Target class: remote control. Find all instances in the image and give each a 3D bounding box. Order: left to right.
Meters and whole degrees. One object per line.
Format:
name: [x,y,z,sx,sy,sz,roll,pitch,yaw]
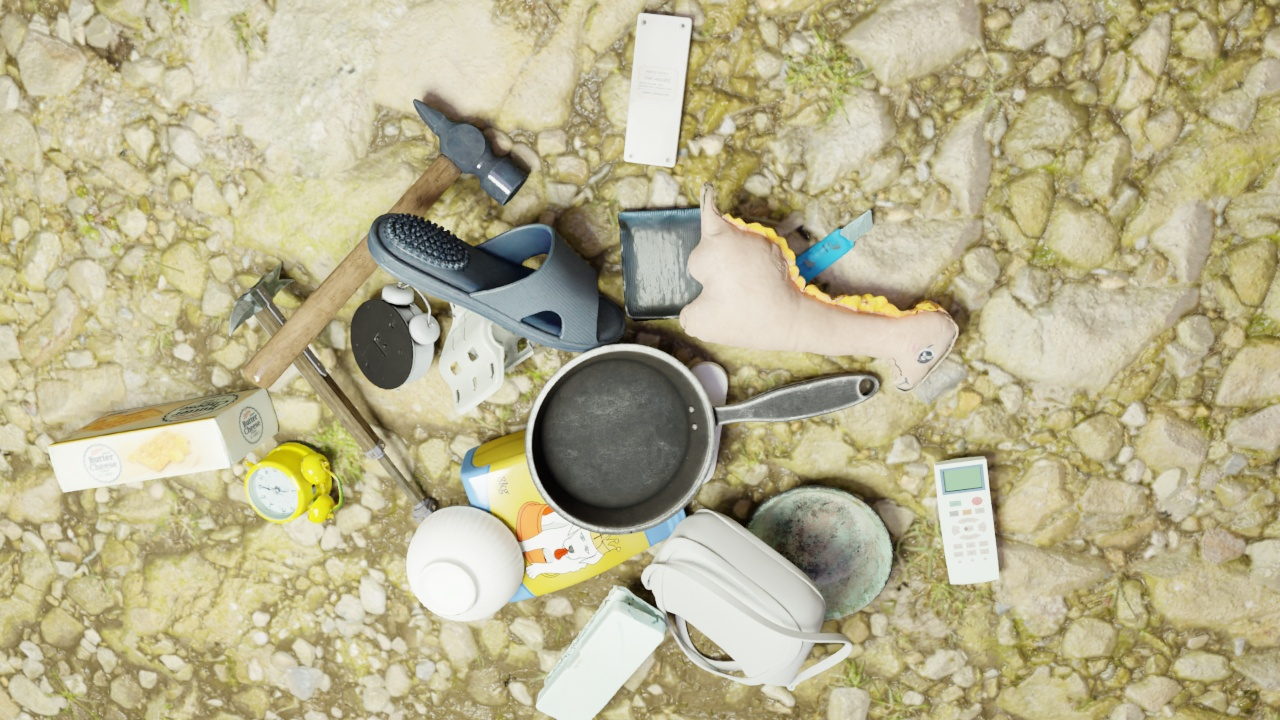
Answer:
remote control: [0.016,-0.254,0.868,0.050,0.011,0.136,8,108,6]
remote control: [0.063,0.067,0.959,0.043,0.013,0.137,9,108,6]
remote control: [0.334,0.164,0.942,0.050,0.024,0.143,-9,107,11]

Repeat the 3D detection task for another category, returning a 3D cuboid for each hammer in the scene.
hammer: [-0.313,0.055,0.969,0.028,0.146,0.317,-28,112,11]
hammer: [-0.260,-0.102,0.877,0.129,0.040,0.321,41,83,-6]

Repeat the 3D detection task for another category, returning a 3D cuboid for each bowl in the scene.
bowl: [-0.179,0.208,0.897,0.118,0.062,0.118,3,108,10]
bowl: [0.184,0.197,0.968,0.157,0.038,0.157,2,107,8]

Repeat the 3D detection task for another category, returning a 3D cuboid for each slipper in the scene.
slipper: [-0.114,-0.085,0.847,0.263,0.101,0.083,20,129,-27]

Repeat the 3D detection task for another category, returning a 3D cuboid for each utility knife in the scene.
utility knife: [0.153,-0.087,0.898,0.179,0.015,0.031,-37,103,16]

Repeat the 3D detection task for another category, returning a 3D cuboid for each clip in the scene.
clip: [-0.152,-0.030,0.922,0.126,0.096,0.152,-28,61,52]

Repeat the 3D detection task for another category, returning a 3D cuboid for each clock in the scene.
clock: [-0.383,0.138,1.025,0.119,0.057,0.083,4,107,14]
clock: [-0.250,-0.027,0.946,0.094,0.035,0.123,50,124,15]

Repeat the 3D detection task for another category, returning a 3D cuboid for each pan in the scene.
pan: [0.062,0.058,0.906,0.356,0.055,0.187,-13,101,-11]

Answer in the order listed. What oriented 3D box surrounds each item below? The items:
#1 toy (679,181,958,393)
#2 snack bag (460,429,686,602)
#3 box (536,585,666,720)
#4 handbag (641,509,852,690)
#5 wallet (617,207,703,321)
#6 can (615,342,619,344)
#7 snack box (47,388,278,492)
toy: [0.171,-0.063,0.861,0.264,0.065,0.196,5,118,4]
snack bag: [-0.066,0.143,0.965,0.205,0.102,0.159,-18,104,-1]
box: [-0.044,0.337,1.023,0.083,0.066,0.199,40,121,13]
handbag: [0.092,0.277,0.953,0.216,0.095,0.223,35,139,17]
wallet: [0.025,-0.093,0.909,0.089,0.026,0.115,-2,107,11]
can: [-0.006,0.005,0.941,0.080,0.031,0.032,22,109,1]
snack box: [-0.520,0.086,1.006,0.208,0.104,0.057,-9,106,11]
